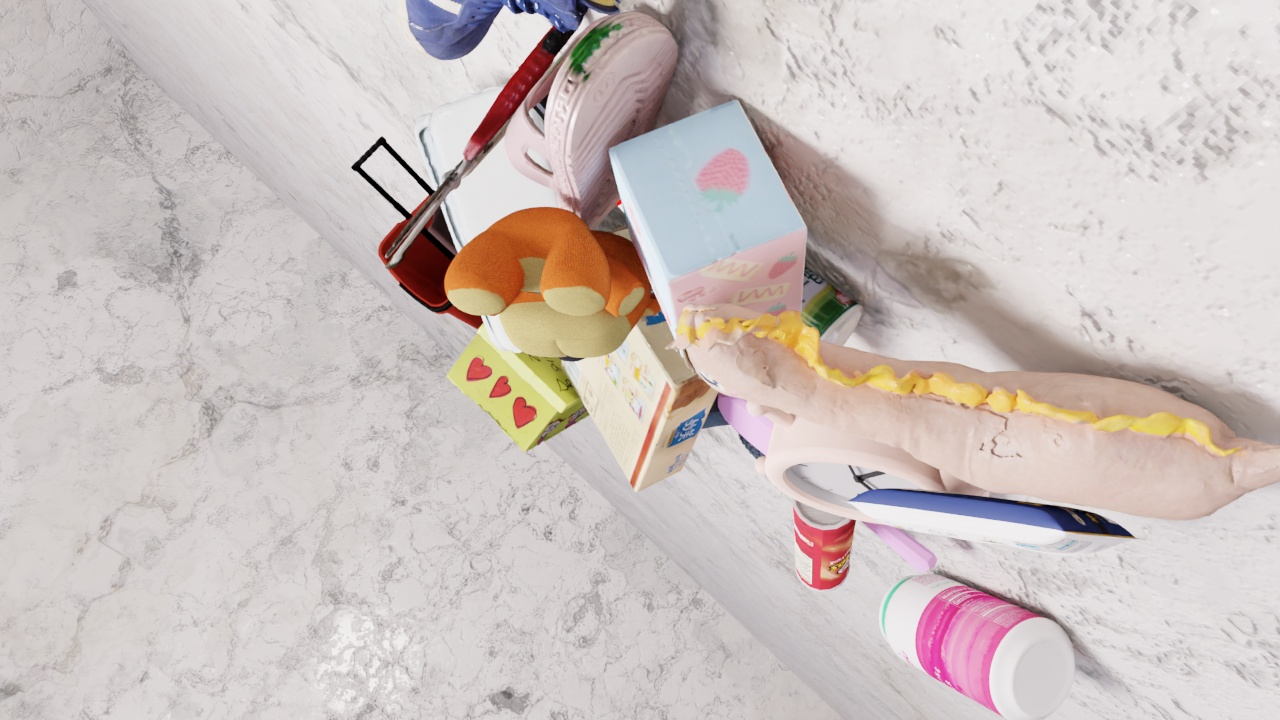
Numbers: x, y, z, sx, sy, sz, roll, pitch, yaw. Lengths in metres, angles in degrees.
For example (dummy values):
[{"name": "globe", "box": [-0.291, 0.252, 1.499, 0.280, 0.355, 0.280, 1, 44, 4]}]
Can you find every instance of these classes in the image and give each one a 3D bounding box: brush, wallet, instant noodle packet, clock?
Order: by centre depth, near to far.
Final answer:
[{"name": "instant noodle packet", "box": [0.191, 0.088, 0.506, 0.087, 0.026, 0.134, 12, 172, -41]}, {"name": "clock", "box": [0.159, 0.059, 0.631, 0.160, 0.086, 0.131, 17, 158, 18]}, {"name": "brush", "box": [0.165, 0.090, 0.789, 0.229, 0.043, 0.089, 40, 166, 16]}, {"name": "wallet", "box": [-0.151, -0.106, 0.833, 0.091, 0.018, 0.115, 44, -165, -22]}]

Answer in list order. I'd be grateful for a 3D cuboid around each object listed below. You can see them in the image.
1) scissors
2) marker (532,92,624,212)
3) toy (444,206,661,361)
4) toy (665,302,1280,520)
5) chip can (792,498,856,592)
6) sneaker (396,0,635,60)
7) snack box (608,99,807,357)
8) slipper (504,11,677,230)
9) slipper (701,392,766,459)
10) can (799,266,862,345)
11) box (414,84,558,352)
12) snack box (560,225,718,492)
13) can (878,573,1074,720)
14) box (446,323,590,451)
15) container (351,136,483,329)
[{"name": "scissors", "box": [-0.093, -0.144, 0.573, 0.015, 0.197, 0.178, 37, -151, -12]}, {"name": "marker", "box": [-0.025, -0.139, 0.685, 0.145, 0.019, 0.019, 47, 167, -16]}, {"name": "toy", "box": [-0.046, -0.047, 0.586, 0.112, 0.096, 0.175, 0, -173, 17]}, {"name": "toy", "box": [0.146, 0.014, 0.437, 0.264, 0.065, 0.196, 21, 162, 0]}, {"name": "chip can", "box": [0.157, 0.150, 0.785, 0.052, 0.051, 0.215, 37, 166, 24]}, {"name": "sneaker", "box": [-0.048, -0.194, 0.450, 0.118, 0.091, 0.233, 40, 159, 2]}, {"name": "snack box", "box": [0.039, -0.072, 0.514, 0.095, 0.079, 0.093, 71, 178, -64]}, {"name": "slipper", "box": [-0.035, -0.143, 0.546, 0.064, 0.094, 0.239, 38, 173, 3]}, {"name": "slipper", "box": [0.058, 0.047, 0.893, 0.263, 0.082, 0.101, 41, 165, 8]}, {"name": "can", "box": [0.076, -0.040, 0.590, 0.121, 0.067, 0.067, 39, 167, 19]}, {"name": "box", "box": [-0.101, -0.116, 0.766, 0.105, 0.130, 0.211, -46, -55, -65]}, {"name": "snack box", "box": [-0.005, 0.005, 0.801, 0.153, 0.055, 0.208, 58, 157, 22]}, {"name": "can", "box": [0.292, 0.248, 0.811, 0.088, 0.088, 0.166, 47, 166, -18]}, {"name": "box", "box": [-0.096, 0.007, 0.989, 0.124, 0.083, 0.220, 43, -160, 9]}, {"name": "container", "box": [-0.191, -0.128, 0.933, 0.127, 0.148, 0.201, 42, 177, 24]}]
